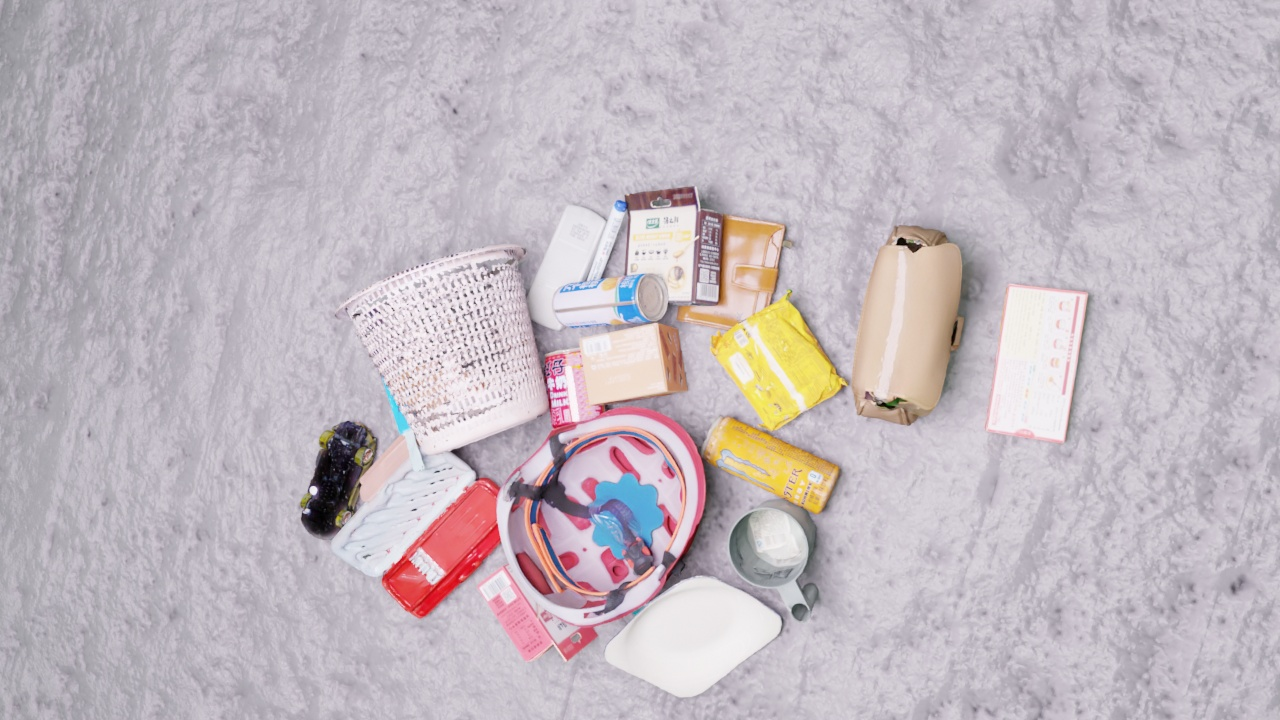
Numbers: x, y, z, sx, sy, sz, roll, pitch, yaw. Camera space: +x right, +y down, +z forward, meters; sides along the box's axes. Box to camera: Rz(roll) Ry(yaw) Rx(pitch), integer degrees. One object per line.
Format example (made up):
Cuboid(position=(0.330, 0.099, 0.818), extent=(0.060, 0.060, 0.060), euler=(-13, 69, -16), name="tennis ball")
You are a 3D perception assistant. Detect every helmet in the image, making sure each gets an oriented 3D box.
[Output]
Cuboid(position=(-0.029, 0.171, 1.025), extent=(0.240, 0.144, 0.207), euler=(-41, 71, -1), name="helmet")

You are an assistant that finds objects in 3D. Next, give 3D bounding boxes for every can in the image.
Cuboid(position=(-0.037, -0.066, 1.031), extent=(0.135, 0.053, 0.053), euler=(-3, 88, 41), name="can")
Cuboid(position=(-0.077, 0.035, 1.079), extent=(0.067, 0.066, 0.093), euler=(-10, 86, 17), name="can")
Cuboid(position=(0.143, 0.114, 1.013), extent=(0.146, 0.058, 0.058), euler=(24, 96, 16), name="can")

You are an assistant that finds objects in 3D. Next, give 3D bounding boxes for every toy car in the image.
Cuboid(position=(-0.391, 0.155, 1.186), extent=(0.070, 0.042, 0.158), euler=(22, 94, 17), name="toy car")

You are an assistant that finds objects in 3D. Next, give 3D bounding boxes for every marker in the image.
Cuboid(position=(-0.046, -0.119, 1.074), extent=(0.017, 0.016, 0.146), euler=(30, 118, 16), name="marker")

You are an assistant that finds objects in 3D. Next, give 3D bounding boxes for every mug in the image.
Cuboid(position=(0.153, 0.211, 0.985), extent=(0.084, 0.103, 0.124), euler=(-28, 82, 14), name="mug")

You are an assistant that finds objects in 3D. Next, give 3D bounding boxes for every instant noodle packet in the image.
Cuboid(position=(0.150, 0.001, 1.010), extent=(0.111, 0.044, 0.128), euler=(-32, 96, 8), name="instant noodle packet")

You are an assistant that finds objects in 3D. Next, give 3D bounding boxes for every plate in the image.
Cuboid(position=(0.055, 0.297, 1.012), extent=(0.164, 0.164, 0.034), euler=(-43, 33, 17), name="plate")

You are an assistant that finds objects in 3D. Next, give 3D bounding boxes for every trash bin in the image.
Cuboid(position=(-0.206, -0.004, 1.046), extent=(0.228, 0.227, 0.192), euler=(-21, 89, 16), name="trash bin")

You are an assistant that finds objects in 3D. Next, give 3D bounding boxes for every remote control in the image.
Cuboid(position=(-0.091, -0.112, 1.110), extent=(0.058, 0.021, 0.150), euler=(26, 97, 16), name="remote control")

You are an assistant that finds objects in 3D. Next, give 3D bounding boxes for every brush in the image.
Cuboid(position=(-0.285, 0.121, 1.139), extent=(0.063, 0.073, 0.146), euler=(45, 99, 14), name="brush")

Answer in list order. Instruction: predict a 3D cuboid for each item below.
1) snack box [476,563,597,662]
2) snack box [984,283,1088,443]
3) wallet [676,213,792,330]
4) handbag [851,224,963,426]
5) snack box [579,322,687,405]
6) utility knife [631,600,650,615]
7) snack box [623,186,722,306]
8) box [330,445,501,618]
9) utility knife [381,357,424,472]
Cuboid(position=(-0.118, 0.291, 1.061), extent=(0.044, 0.113, 0.127), euler=(-38, 78, 11), name="snack box")
Cuboid(position=(0.408, 0.003, 0.950), extent=(0.077, 0.027, 0.156), euler=(9, 91, 18), name="snack box")
Cuboid(position=(0.109, -0.098, 1.045), extent=(0.119, 0.035, 0.130), euler=(12, 95, 20), name="wallet")
Cuboid(position=(0.273, -0.034, 0.930), extent=(0.100, 0.147, 0.204), euler=(10, 96, 19), name="handbag")
Cuboid(position=(-0.006, 0.006, 1.043), extent=(0.093, 0.094, 0.077), euler=(-11, 85, 16), name="snack box")
Cuboid(position=(-0.029, 0.274, 1.086), extent=(0.178, 0.013, 0.029), euler=(31, 96, 15), name="utility knife")
Cuboid(position=(0.033, -0.125, 1.034), extent=(0.113, 0.053, 0.125), euler=(4, 90, 44), name="snack box")
Cuboid(position=(-0.262, 0.207, 1.124), extent=(0.160, 0.049, 0.201), euler=(42, 102, -11), name="box")
Cuboid(position=(-0.290, 0.060, 1.119), extent=(0.034, 0.018, 0.208), euler=(-43, 48, 15), name="utility knife")
